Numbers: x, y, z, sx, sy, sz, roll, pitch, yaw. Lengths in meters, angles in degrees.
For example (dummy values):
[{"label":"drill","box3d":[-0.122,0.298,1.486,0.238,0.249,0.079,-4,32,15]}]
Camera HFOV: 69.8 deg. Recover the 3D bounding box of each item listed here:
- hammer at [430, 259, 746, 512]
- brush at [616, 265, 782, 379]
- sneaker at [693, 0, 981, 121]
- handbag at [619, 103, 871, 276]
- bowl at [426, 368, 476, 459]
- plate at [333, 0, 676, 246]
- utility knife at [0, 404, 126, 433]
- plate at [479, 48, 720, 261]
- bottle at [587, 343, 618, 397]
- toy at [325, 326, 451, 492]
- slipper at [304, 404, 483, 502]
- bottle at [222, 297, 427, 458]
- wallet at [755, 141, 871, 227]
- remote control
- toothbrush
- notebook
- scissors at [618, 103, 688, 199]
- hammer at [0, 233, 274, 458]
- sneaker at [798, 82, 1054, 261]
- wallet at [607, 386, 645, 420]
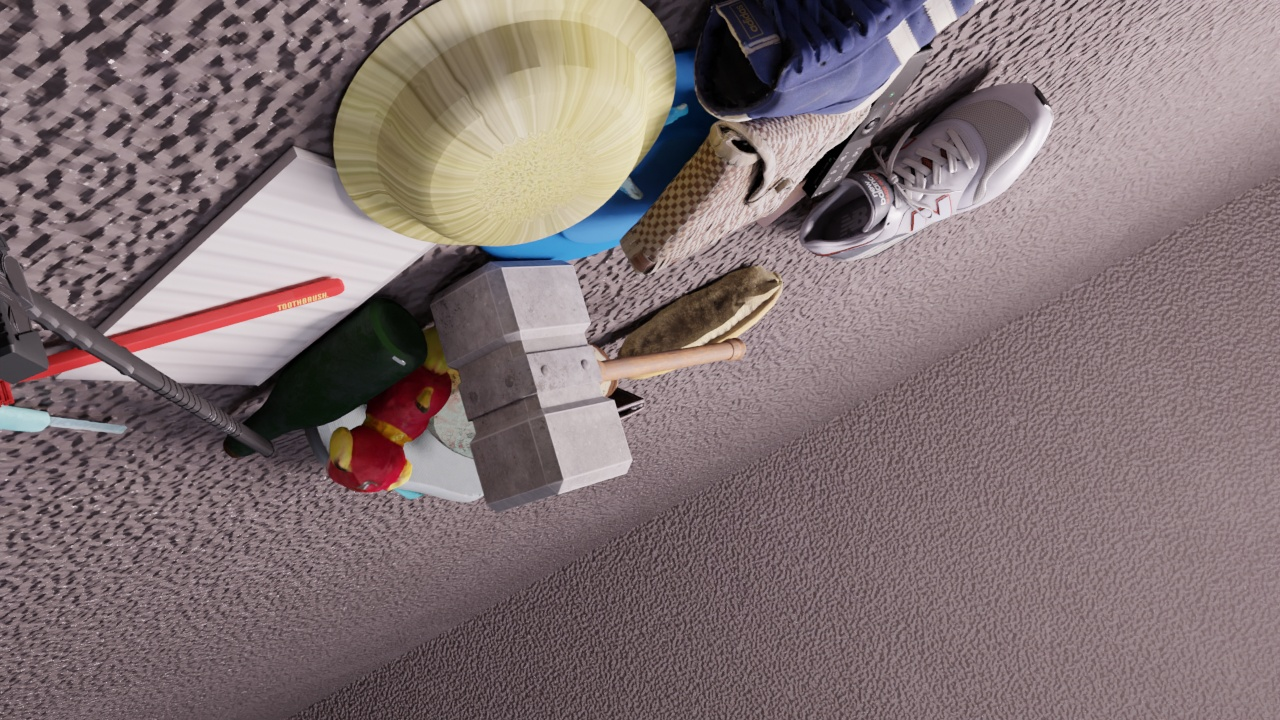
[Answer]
[{"label":"hammer","box3d":[-0.005,0.004,0.747,0.083,0.162,0.316,-22,172,39]},{"label":"brush","box3d":[0.061,-0.039,0.943,0.195,0.059,0.043,-29,157,-2]},{"label":"sneaker","box3d":[0.111,-0.199,0.451,0.118,0.091,0.234,-16,170,-30]},{"label":"handbag","box3d":[0.077,-0.125,0.617,0.185,0.047,0.124,-32,170,-46]},{"label":"bowl","box3d":[-0.119,0.039,0.776,0.157,0.038,0.158,-3,139,-2]},{"label":"plate","box3d":[-0.059,-0.107,0.475,0.184,0.036,0.185,-20,154,-10]},{"label":"utility knife","box3d":[-0.362,0.035,0.530,0.022,0.015,0.166,-29,163,9]},{"label":"plate","box3d":[-0.005,-0.121,0.616,0.224,0.024,0.224,-26,165,-7]},{"label":"bottle","box3d":[-0.063,0.015,0.887,0.068,0.068,0.156,-32,165,15]},{"label":"toy","box3d":[-0.177,0.036,0.681,0.106,0.067,0.137,-11,-133,59]},{"label":"slipper","box3d":[-0.212,0.090,0.822,0.055,0.098,0.268,-32,163,13]},{"label":"bottle","box3d":[-0.231,0.022,0.647,0.174,0.055,0.055,-31,165,20]},{"label":"wallet","box3d":[0.133,-0.159,0.755,0.116,0.018,0.091,-36,163,15]},{"label":"remote control","box3d":[0.172,-0.182,0.707,0.034,0.013,0.150,-25,160,-31]},{"label":"toothbrush","box3d":[-0.268,-0.009,0.510,0.212,0.018,0.012,-20,163,-24]},{"label":"notebook","box3d":[-0.216,-0.043,0.541,0.210,0.009,0.142,-33,164,21]},{"label":"scissors","box3d":[-0.038,-0.121,0.529,0.140,0.011,0.134,-30,152,15]},{"label":"hammer","box3d":[-0.252,0.007,0.480,0.015,0.095,0.325,-25,166,-10]},{"label":"sneaker","box3d":[0.233,-0.152,0.804,0.124,0.089,0.241,-18,166,-44]},{"label":"wallet","box3d":[-0.070,0.048,0.960,0.119,0.031,0.099,-18,-153,-37]}]
